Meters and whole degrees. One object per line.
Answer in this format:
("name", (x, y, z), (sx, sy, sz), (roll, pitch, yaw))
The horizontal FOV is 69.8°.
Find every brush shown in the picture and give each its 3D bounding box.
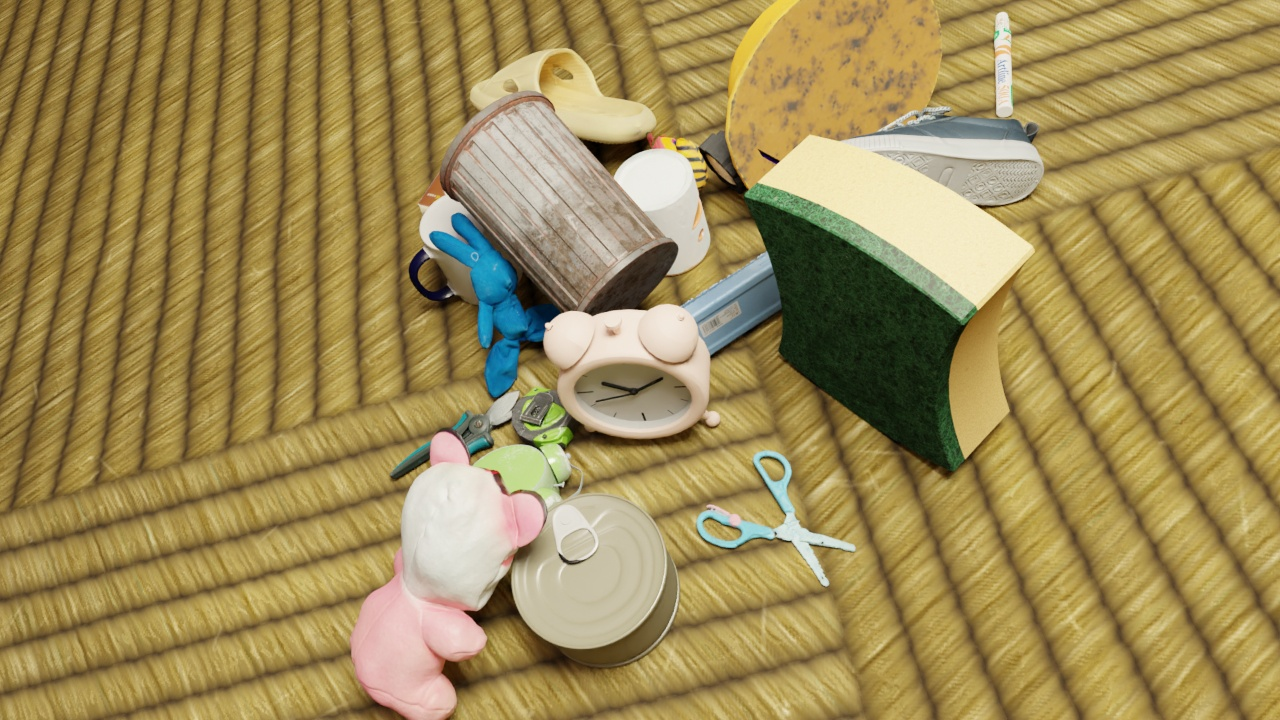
("brush", (0.193, -0.041, 0.728), (0.075, 0.250, 0.195), (-43, 56, -13))

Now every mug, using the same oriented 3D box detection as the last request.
("mug", (0.023, -0.148, 0.926), (0.082, 0.105, 0.082), (-6, 58, 10))
("mug", (-0.189, -0.108, 0.962), (0.111, 0.097, 0.078), (-37, 57, -9))

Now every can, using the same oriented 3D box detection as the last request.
("can", (-0.034, 0.182, 0.757), (0.128, 0.073, 0.127), (-7, 58, 11))

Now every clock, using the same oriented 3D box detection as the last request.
("clock", (-0.109, 0.116, 0.822), (0.119, 0.043, 0.094), (-9, 38, 11))
("clock", (-0.005, 0.005, 0.805), (0.131, 0.160, 0.086), (-4, 60, 13))

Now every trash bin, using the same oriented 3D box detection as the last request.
("trash bin", (-0.080, -0.139, 0.846), (0.130, 0.131, 0.211), (-39, 77, -11))

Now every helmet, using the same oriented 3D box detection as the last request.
("helmet", (0.168, -0.285, 0.939), (0.255, 0.205, 0.131), (-45, 37, 2))

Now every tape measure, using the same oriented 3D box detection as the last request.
("tape measure", (-0.091, 0.054, 0.873), (0.066, 0.036, 0.058), (10, 63, 20))

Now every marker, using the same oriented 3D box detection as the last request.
("marker", (0.391, -0.321, 0.989), (0.017, 0.017, 0.145), (2, 60, 16))

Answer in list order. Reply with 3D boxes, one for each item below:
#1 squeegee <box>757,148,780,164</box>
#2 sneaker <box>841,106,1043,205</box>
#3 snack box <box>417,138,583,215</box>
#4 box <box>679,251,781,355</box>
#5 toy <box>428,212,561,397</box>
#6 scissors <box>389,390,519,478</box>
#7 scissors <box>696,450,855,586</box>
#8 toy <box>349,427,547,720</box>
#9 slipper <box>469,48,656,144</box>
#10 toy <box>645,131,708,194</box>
("squeegee", (0.232, -0.099, 0.807), (0.249, 0.184, 0.055), (40, 109, 38))
("sneaker", (0.275, -0.203, 0.899), (0.235, 0.089, 0.087), (0, 56, 0))
("snack box", (-0.155, -0.204, 1.045), (0.143, 0.041, 0.146), (15, 63, 21))
("box", (0.113, -0.084, 0.893), (0.210, 0.072, 0.079), (-33, 43, -5))
("toy", (-0.134, -0.062, 0.889), (0.112, 0.176, 0.071), (-39, 25, -30))
("scissors", (-0.180, 0.081, 0.891), (0.150, 0.019, 0.130), (-1, 60, 15))
("scissors", (0.122, 0.129, 0.789), (0.139, 0.015, 0.119), (13, 64, 15))
("toy", (-0.164, 0.174, 0.744), (0.142, 0.084, 0.213), (35, 99, 43))
("slipper", (-0.095, -0.310, 1.046), (0.262, 0.079, 0.111), (25, 41, 32))
("toy", (0.040, -0.206, 0.968), (0.046, 0.084, 0.103), (-26, 20, -9))
